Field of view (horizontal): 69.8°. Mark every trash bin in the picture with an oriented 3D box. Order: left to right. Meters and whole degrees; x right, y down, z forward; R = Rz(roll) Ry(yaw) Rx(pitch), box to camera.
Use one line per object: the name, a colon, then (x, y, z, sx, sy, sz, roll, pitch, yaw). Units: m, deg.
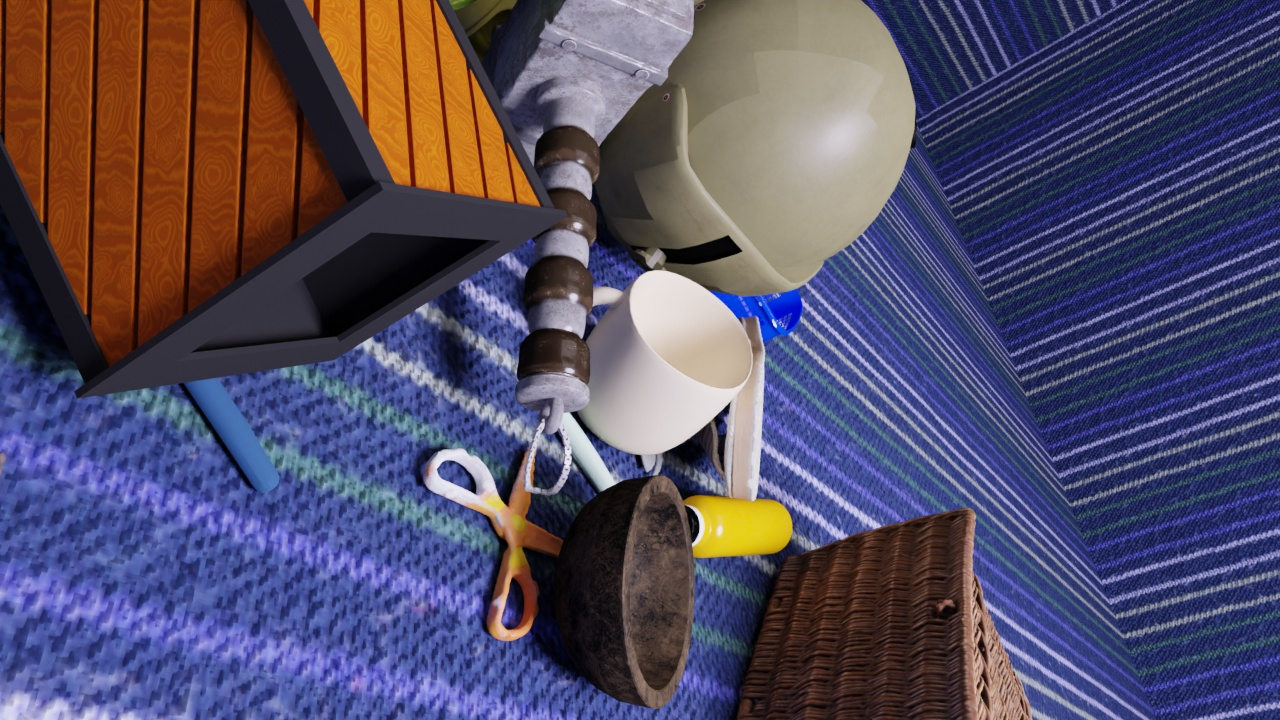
trash bin: (-0.150, -0.101, 0.360, 0.172, 0.140, 0.139, 63, 19, 3)

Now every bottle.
bottle: (0.062, 0.120, 0.664, 0.143, 0.043, 0.043, 15, 53, -56)

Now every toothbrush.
toothbrush: (-0.195, -0.018, 0.371, 0.168, 0.014, 0.014, 59, 19, -7)
toothbrush: (-0.016, 0.086, 0.588, 0.155, 0.015, 0.022, 56, -7, -13)

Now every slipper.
slipper: (-0.100, -0.259, 0.679, 0.081, 0.092, 0.190, 54, 31, -22)
slipper: (0.071, 0.024, 0.722, 0.262, 0.052, 0.115, -66, 156, -72)

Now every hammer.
hammer: (-0.044, -0.088, 0.528, 0.079, 0.177, 0.325, 14, 63, -26)

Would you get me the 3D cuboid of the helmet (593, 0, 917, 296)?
helmet: (0.069, -0.162, 0.675, 0.250, 0.256, 0.232, 42, 30, -33)

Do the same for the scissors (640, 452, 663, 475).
scissors: (0.007, 0.019, 0.690, 0.133, 0.019, 0.146, -20, 85, -61)

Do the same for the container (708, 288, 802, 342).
container: (0.106, -0.063, 0.894, 0.096, 0.058, 0.114, 59, 27, -8)

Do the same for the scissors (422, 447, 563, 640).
scissors: (-0.072, 0.087, 0.493, 0.131, 0.011, 0.125, 50, 29, -30)

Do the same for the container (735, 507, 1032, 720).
container: (0.187, 0.256, 0.641, 0.183, 0.163, 0.249, 60, 27, -13)

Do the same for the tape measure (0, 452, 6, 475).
tape measure: (-0.224, 0.027, 0.259, 0.068, 0.030, 0.059, -20, 86, -64)

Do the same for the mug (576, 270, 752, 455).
mug: (-0.004, 0.003, 0.597, 0.120, 0.100, 0.096, 30, 39, -14)

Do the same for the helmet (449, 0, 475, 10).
helmet: (-0.143, -0.310, 0.496, 0.243, 0.213, 0.247, 32, 65, -67)

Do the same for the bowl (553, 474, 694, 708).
bowl: (-0.014, 0.124, 0.501, 0.121, 0.056, 0.121, -3, 90, -71)
